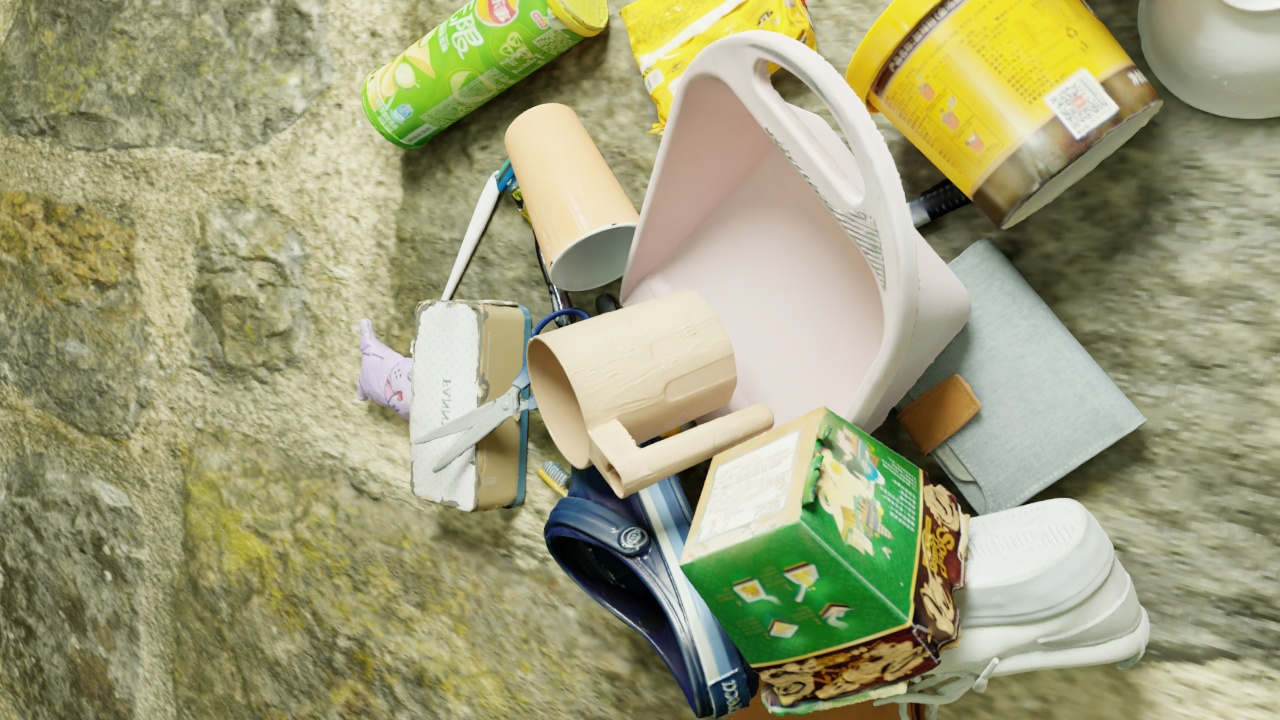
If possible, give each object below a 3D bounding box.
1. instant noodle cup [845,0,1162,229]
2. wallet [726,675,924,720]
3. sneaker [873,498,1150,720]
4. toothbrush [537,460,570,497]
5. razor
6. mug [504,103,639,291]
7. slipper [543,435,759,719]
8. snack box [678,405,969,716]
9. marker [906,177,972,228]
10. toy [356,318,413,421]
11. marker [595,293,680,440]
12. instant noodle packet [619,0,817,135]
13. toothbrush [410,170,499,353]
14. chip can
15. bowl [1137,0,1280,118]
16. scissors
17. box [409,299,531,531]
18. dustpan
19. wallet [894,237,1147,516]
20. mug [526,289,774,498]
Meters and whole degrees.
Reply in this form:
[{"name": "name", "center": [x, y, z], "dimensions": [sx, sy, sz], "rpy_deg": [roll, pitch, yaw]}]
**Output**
[{"name": "instant noodle cup", "center": [0.187, -0.140, 0.469], "dimensions": [0.119, 0.118, 0.114], "rpy_deg": [-43, 75, 29]}, {"name": "wallet", "center": [0.115, 0.247, 0.584], "dimensions": [0.132, 0.031, 0.108], "rpy_deg": [-4, 87, 37]}, {"name": "sneaker", "center": [0.161, 0.151, 0.521], "dimensions": [0.243, 0.089, 0.091], "rpy_deg": [-28, 105, 44]}, {"name": "toothbrush", "center": [-0.012, 0.134, 0.681], "dimensions": [0.191, 0.016, 0.018], "rpy_deg": [38, 104, 29]}, {"name": "razor", "center": [-0.077, -0.091, 0.715], "dimensions": [0.043, 0.022, 0.142], "rpy_deg": [-35, 73, 59]}, {"name": "mug", "center": [-0.050, -0.122, 0.666], "dimensions": [0.078, 0.078, 0.122], "rpy_deg": [-38, 65, 31]}, {"name": "slipper", "center": [-0.010, 0.117, 0.583], "dimensions": [0.105, 0.095, 0.252], "rpy_deg": [85, 162, -44]}, {"name": "snack box", "center": [0.087, 0.095, 0.470], "dimensions": [0.105, 0.118, 0.118], "rpy_deg": [44, 131, -17]}, {"name": "marker", "center": [0.144, -0.080, 0.559], "dimensions": [0.131, 0.018, 0.022], "rpy_deg": [-23, 53, 34]}, {"name": "toy", "center": [-0.211, 0.017, 0.804], "dimensions": [0.108, 0.038, 0.084], "rpy_deg": [26, 121, 33]}, {"name": "marker", "center": [-0.004, 0.004, 0.670], "dimensions": [0.018, 0.015, 0.123], "rpy_deg": [-36, 69, 27]}, {"name": "instant noodle packet", "center": [0.048, -0.217, 0.607], "dimensions": [0.129, 0.044, 0.110], "rpy_deg": [-25, 71, 30]}, {"name": "toothbrush", "center": [-0.156, -0.080, 0.776], "dimensions": [0.016, 0.016, 0.180], "rpy_deg": [40, 113, 27]}, {"name": "chip can", "center": [-0.128, -0.239, 0.716], "dimensions": [0.222, 0.072, 0.072], "rpy_deg": [-20, 80, 34]}, {"name": "bowl", "center": [0.290, -0.177, 0.420], "dimensions": [0.118, 0.064, 0.118], "rpy_deg": [1, 91, 36]}, {"name": "scissors", "center": [-0.086, 0.036, 0.689], "dimensions": [0.141, 0.012, 0.171], "rpy_deg": [27, 95, 5]}, {"name": "box", "center": [-0.139, 0.041, 0.745], "dimensions": [0.090, 0.059, 0.184], "rpy_deg": [8, 98, 36]}, {"name": "dustpan", "center": [0.056, -0.041, 0.524], "dimensions": [0.274, 0.138, 0.222], "rpy_deg": [-52, 58, 32]}, {"name": "wallet", "center": [0.192, 0.013, 0.515], "dimensions": [0.107, 0.037, 0.129], "rpy_deg": [-44, 67, 28]}, {"name": "mug", "center": [0.005, 0.019, 0.545], "dimensions": [0.124, 0.103, 0.084], "rpy_deg": [47, 149, 43]}]
